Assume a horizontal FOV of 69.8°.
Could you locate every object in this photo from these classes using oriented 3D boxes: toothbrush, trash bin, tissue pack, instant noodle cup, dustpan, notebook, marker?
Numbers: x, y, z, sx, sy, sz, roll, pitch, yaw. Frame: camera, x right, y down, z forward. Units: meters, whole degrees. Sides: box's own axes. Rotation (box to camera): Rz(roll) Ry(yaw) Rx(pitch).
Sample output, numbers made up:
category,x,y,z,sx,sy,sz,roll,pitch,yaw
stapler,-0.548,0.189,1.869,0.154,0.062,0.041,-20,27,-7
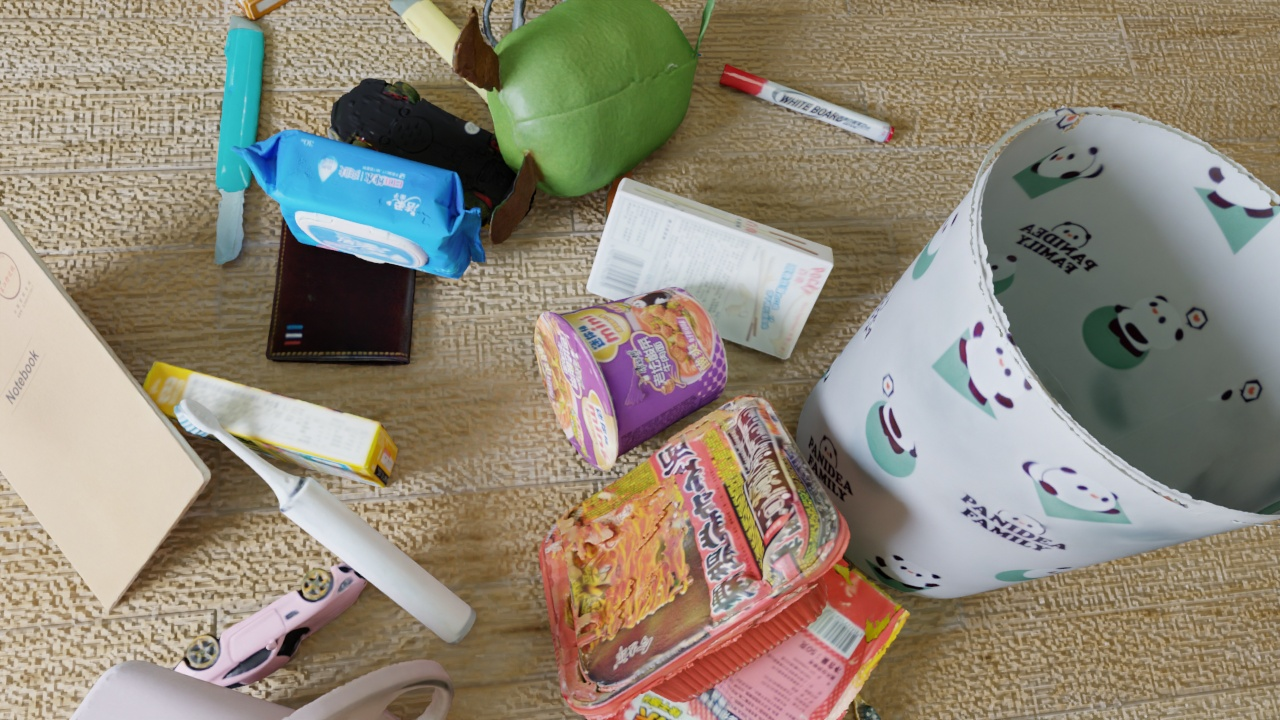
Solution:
category,x,y,z,sx,sy,sz,roll,pitch,yaw
toothbrush,0.120,0.172,0.624,0.016,0.018,0.191,-23,78,-15
trash bin,0.225,0.022,0.542,0.229,0.253,0.229,7,62,-14
toothbrush,-0.185,0.098,0.550,0.221,0.026,0.026,46,34,-21
tissue pack,-0.179,-0.099,0.602,0.157,0.095,0.052,15,76,-2
instant noodle cup,0.032,0.123,0.554,0.189,0.164,0.079,-34,121,8
dustpan,-0.214,0.259,0.449,0.139,0.223,0.272,18,65,10
notebook,-0.354,0.034,0.554,0.207,0.008,0.148,49,116,7
marker,0.133,-0.205,0.735,0.145,0.017,0.017,20,72,-2
instant noodle cup,-0.004,0.004,0.614,0.099,0.112,0.111,-23,78,-21

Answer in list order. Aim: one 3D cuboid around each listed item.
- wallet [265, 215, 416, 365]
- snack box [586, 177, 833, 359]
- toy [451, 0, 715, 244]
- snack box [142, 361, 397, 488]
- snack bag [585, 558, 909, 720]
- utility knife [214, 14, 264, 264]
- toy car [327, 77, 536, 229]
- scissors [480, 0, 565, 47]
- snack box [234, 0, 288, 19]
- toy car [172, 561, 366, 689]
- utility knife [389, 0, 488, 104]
category,x,y,z,sx,sy,sz,roll,pitch,yaw
wallet,-0.207,-0.056,0.645,0.096,0.020,0.122,2,72,-7
snack box,0.047,-0.064,0.649,0.157,0.085,0.026,18,35,-3
toy,-0.037,-0.185,0.639,0.245,0.090,0.227,-36,126,-42
snack box,-0.228,0.043,0.577,0.140,0.087,0.033,14,73,-3
snack bag,0.065,0.205,0.579,0.128,0.073,0.207,38,84,14
utility knife,-0.293,-0.163,0.665,0.029,0.013,0.205,0,71,-10
toy car,-0.149,-0.151,0.667,0.156,0.041,0.071,26,72,-1
scissors,-0.073,-0.309,0.685,0.159,0.014,0.174,-42,119,13
snack box,-0.314,-0.340,0.707,0.075,0.026,0.153,-38,83,-16
toy car,-0.222,0.166,0.559,0.122,0.056,0.037,-31,77,-15
utility knife,-0.128,-0.223,0.704,0.031,0.018,0.165,-42,82,-12
